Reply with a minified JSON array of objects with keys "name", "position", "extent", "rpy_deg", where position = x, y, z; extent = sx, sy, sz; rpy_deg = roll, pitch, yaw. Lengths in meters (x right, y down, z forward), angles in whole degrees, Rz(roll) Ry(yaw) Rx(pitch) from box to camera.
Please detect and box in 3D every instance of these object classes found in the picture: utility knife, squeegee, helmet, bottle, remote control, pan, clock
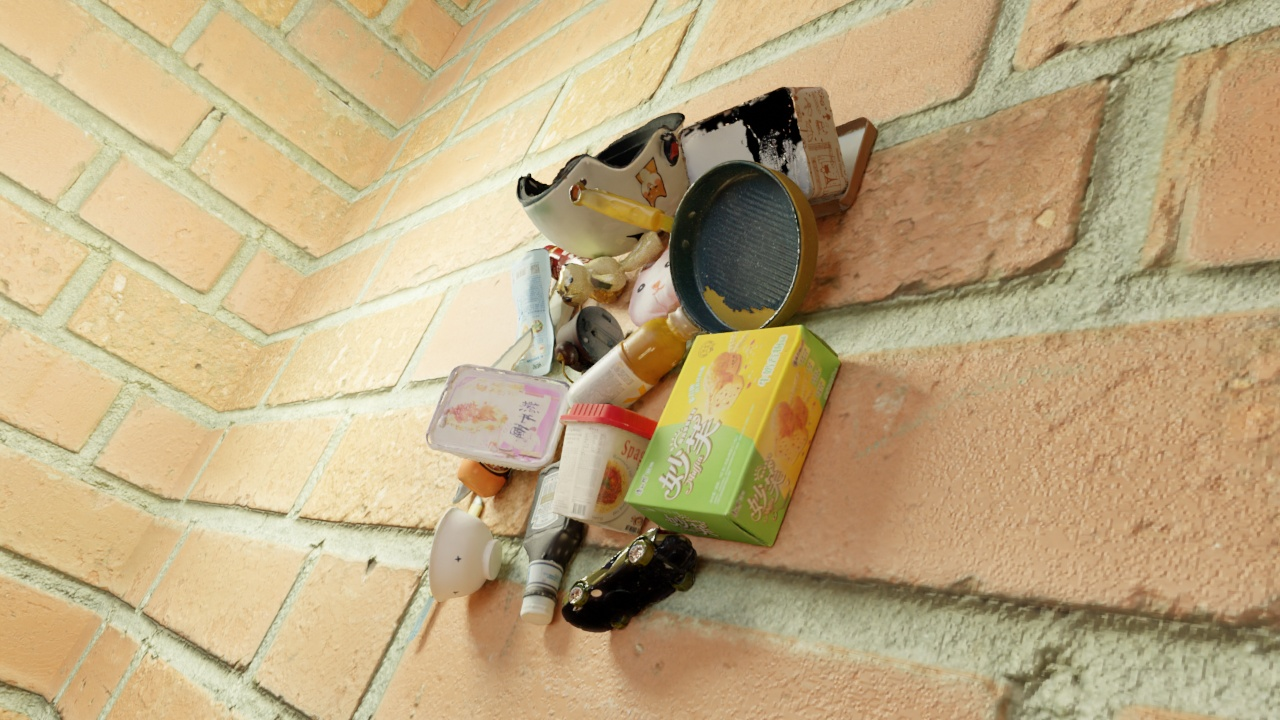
[{"name":"utility knife","position":[-0.263,0.278,1.238],"extent":[0.031,0.022,0.215],"rpy_deg":[-11,43,50]},{"name":"squeegee","position":[-0.218,0.099,1.347],"extent":[0.247,0.039,0.246],"rpy_deg":[-33,37,61]},{"name":"helmet","position":[-0.032,-0.237,1.317],"extent":[0.273,0.157,0.231],"rpy_deg":[-33,19,-34]},{"name":"bottle","position":[-0.094,-0.135,1.373],"extent":[0.175,0.057,0.057],"rpy_deg":[29,83,49]},{"name":"bottle","position":[-0.007,0.007,1.123],"extent":[0.190,0.068,0.068],"rpy_deg":[-41,32,19]},{"name":"remote control","position":[-0.123,-0.079,1.417],"extent":[0.049,0.024,0.124],"rpy_deg":[-15,47,47]},{"name":"pan","position":[0.049,-0.152,1.070],"extent":[0.358,0.078,0.198],"rpy_deg":[30,114,43]},{"name":"bottle","position":[-0.103,0.209,1.068],"extent":[0.080,0.044,0.194],"rpy_deg":[-27,39,37]},{"name":"bottle","position":[-0.189,0.116,1.272],"extent":[0.067,0.067,0.149],"rpy_deg":[5,55,55]},{"name":"clock","position":[-0.071,-0.017,1.223],"extent":[0.055,0.082,0.121],"rpy_deg":[-28,34,43]}]

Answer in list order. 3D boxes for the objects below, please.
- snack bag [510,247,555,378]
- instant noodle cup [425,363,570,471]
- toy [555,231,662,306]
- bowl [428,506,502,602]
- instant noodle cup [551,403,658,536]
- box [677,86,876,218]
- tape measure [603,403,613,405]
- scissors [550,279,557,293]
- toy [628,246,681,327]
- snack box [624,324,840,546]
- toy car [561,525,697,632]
[{"name":"snack bag","position":[-0.163,-0.066,1.382],"extent":[0.111,0.038,0.191],"rpy_deg":[-17,73,43]},{"name":"instant noodle cup","position":[-0.184,0.084,1.223],"extent":[0.173,0.060,0.137],"rpy_deg":[11,57,8]},{"name":"toy","position":[-0.042,-0.125,1.238],"extent":[0.157,0.066,0.105],"rpy_deg":[-30,19,-7]},{"name":"bowl","position":[-0.210,0.245,1.142],"extent":[0.065,0.118,0.118],"rpy_deg":[6,54,11]},{"name":"instant noodle cup","position":[-0.035,0.121,1.010],"extent":[0.117,0.116,0.124],"rpy_deg":[-1,68,54]},{"name":"box","position":[0.178,-0.236,1.107],"extent":[0.183,0.152,0.173],"rpy_deg":[-9,8,46]},{"name":"tape measure","position":[-0.041,0.084,1.101],"extent":[0.058,0.057,0.039],"rpy_deg":[-40,32,4]},{"name":"scissors","position":[-0.116,-0.165,1.486],"extent":[0.160,0.014,0.178],"rpy_deg":[-26,31,29]},{"name":"toy","position":[0.031,-0.105,1.211],"extent":[0.121,0.054,0.159],"rpy_deg":[-41,24,18]},{"name":"snack box","position":[0.092,0.071,0.919],"extent":[0.158,0.070,0.209],"rpy_deg":[-4,55,52]},{"name":"toy car","position":[-0.013,0.219,0.907],"extent":[0.158,0.070,0.042],"rpy_deg":[-38,32,22]}]
